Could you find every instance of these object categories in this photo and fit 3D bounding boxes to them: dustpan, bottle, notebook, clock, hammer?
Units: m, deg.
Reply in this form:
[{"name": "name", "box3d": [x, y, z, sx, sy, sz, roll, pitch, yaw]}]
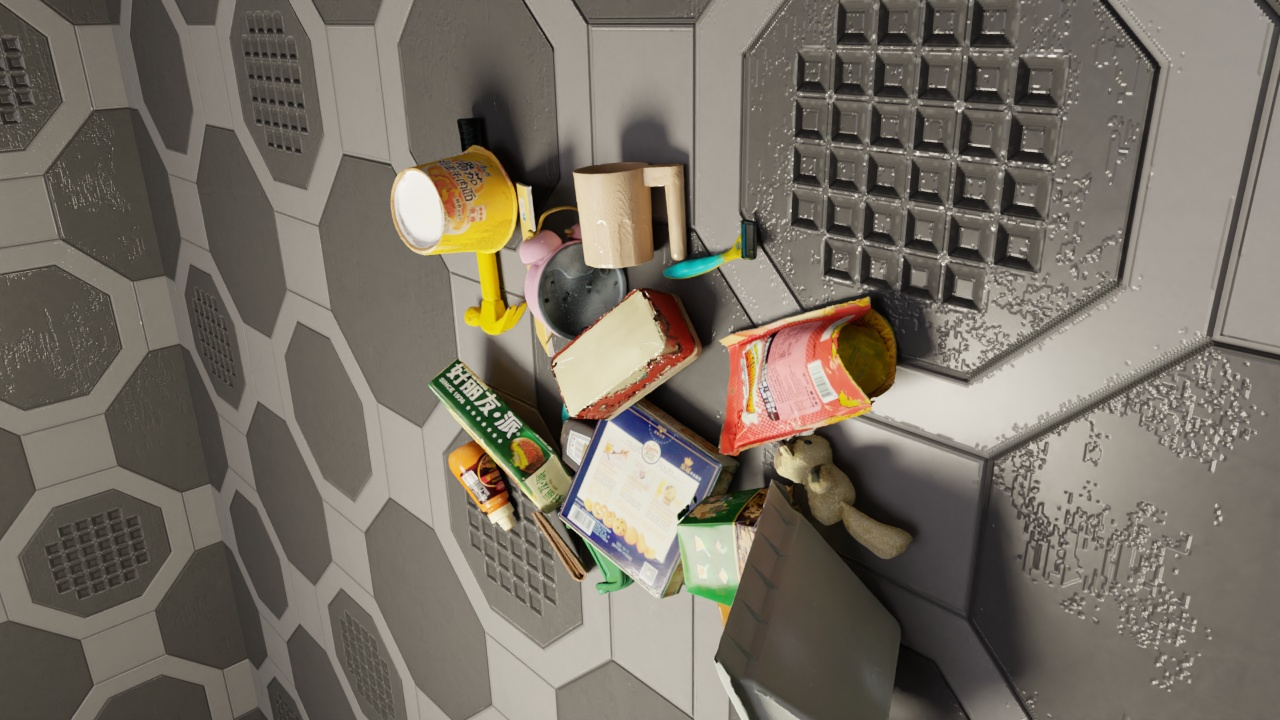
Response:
[{"name": "dustpan", "box3d": [0.145, 0.294, 0.884, 0.257, 0.222, 0.143, 42, 131, -11]}, {"name": "bottle", "box3d": [-0.026, 0.138, 1.166, 0.195, 0.043, 0.080, 31, 123, 37]}, {"name": "notebook", "box3d": [-0.135, -0.119, 1.160, 0.146, 0.010, 0.206, -134, 35, -72]}, {"name": "bottle", "box3d": [-0.241, 0.199, 1.435, 0.149, 0.066, 0.067, 58, 140, 4]}, {"name": "clock", "box3d": [-0.082, -0.102, 1.078, 0.060, 0.117, 0.158, 22, 123, 56]}, {"name": "hammer", "box3d": [-0.217, -0.180, 1.266, 0.129, 0.032, 0.301, 14, 116, 46]}]

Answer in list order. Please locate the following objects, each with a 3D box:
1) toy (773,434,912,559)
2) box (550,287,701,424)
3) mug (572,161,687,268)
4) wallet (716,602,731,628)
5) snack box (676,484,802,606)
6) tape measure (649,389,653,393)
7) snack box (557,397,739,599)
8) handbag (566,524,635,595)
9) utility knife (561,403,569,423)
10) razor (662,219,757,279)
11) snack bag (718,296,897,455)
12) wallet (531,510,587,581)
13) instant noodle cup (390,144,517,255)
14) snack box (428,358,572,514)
[{"name": "toy", "box3d": [0.196, 0.133, 0.897, 0.157, 0.066, 0.105, 44, 177, 24]}, {"name": "box", "box3d": [-0.024, -0.003, 1.033, 0.169, 0.080, 0.091, -37, 64, 33]}, {"name": "mug", "box3d": [-0.009, -0.161, 1.004, 0.125, 0.084, 0.104, 3, 111, 21]}, {"name": "wallet", "box3d": [0.148, 0.325, 1.053, 0.131, 0.035, 0.119, -4, 96, 51]}, {"name": "snack box", "box3d": [0.104, 0.196, 0.957, 0.106, 0.118, 0.117, -2, 104, 30]}, {"name": "tape measure", "box3d": [-0.007, 0.006, 1.100, 0.060, 0.028, 0.057, 14, 116, 46]}, {"name": "snack box", "box3d": [0.005, 0.154, 1.083, 0.178, 0.045, 0.183, 33, 107, 34]}, {"name": "handbag", "box3d": [-0.045, 0.239, 1.212, 0.131, 0.067, 0.120, 58, 141, 15]}, {"name": "utility knife", "box3d": [-0.086, 0.032, 1.218, 0.029, 0.013, 0.152, 46, 138, 31]}, {"name": "razor", "box3d": [0.072, -0.107, 0.960, 0.133, 0.028, 0.043, -18, 68, 48]}, {"name": "snack bag", "box3d": [0.146, 0.016, 0.889, 0.208, 0.073, 0.128, -23, 62, 54]}, {"name": "wallet", "box3d": [-0.113, 0.258, 1.286, 0.115, 0.020, 0.101, 53, 172, 6]}, {"name": "instant noodle cup", "box3d": [-0.245, -0.199, 1.180, 0.138, 0.109, 0.138, 15, 113, 38]}, {"name": "snack box", "box3d": [-0.196, 0.105, 1.301, 0.240, 0.063, 0.114, 40, 165, 32]}]
